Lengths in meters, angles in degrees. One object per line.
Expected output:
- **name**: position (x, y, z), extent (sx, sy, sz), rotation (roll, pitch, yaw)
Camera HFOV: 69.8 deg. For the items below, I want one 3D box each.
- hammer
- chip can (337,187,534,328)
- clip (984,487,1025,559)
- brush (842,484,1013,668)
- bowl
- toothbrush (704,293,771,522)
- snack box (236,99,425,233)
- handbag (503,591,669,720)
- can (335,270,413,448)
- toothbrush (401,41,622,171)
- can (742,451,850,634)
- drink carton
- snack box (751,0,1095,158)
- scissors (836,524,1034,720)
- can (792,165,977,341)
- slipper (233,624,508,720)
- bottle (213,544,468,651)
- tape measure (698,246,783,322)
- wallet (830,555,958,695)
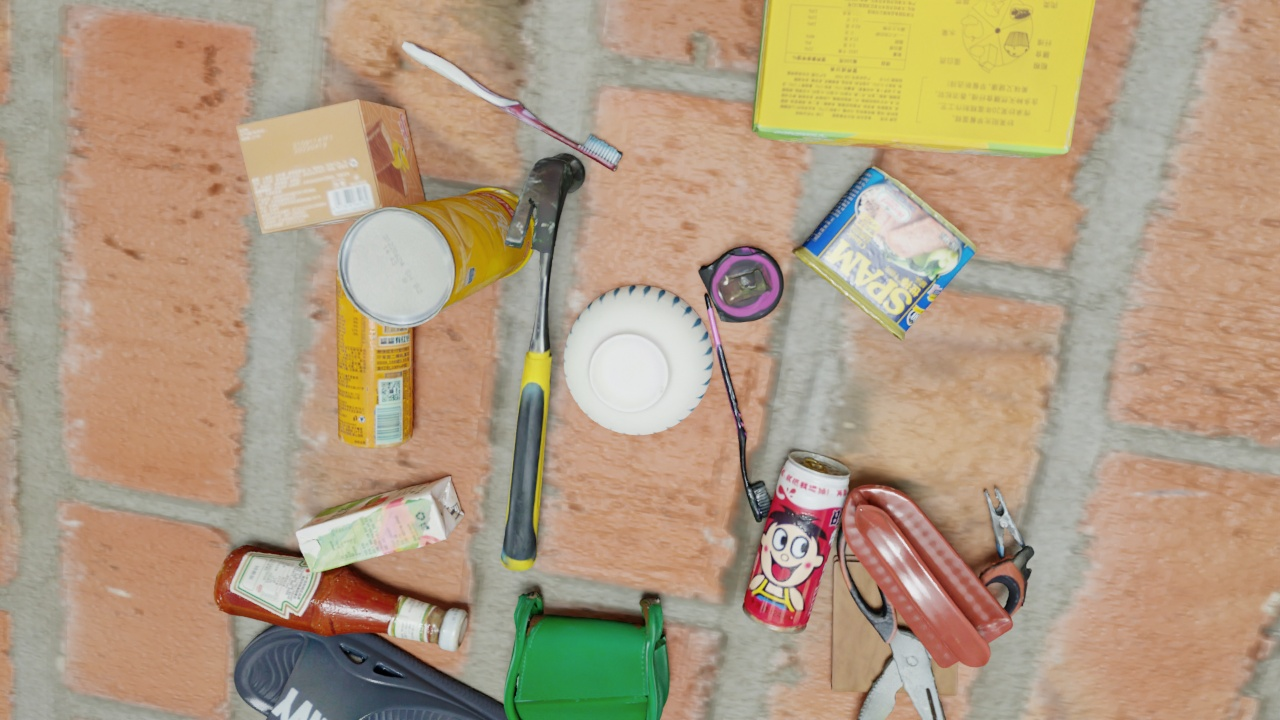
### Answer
- **hammer**: position (-0.081, 0.013, 0.691), extent (0.032, 0.126, 0.324), rotation (9, 109, 4)
- **chip can**: position (-0.127, -0.075, 0.617), extent (0.072, 0.213, 0.072), rotation (2, 104, 6)
- **clip**: position (0.281, 0.125, 0.709), extent (0.043, 0.026, 0.058), rotation (-21, 95, 18)
- **brush**: position (0.201, 0.152, 0.665), extent (0.063, 0.069, 0.146), rotation (-38, 89, 14)
- **bowl**: position (-0.004, 0.004, 0.695), extent (0.116, 0.066, 0.116), rotation (1, 101, 6)
- **toothbrush**: position (0.076, 0.038, 0.720), extent (0.018, 0.014, 0.189), rotation (-14, 99, -1)
- **snack box**: position (-0.224, -0.142, 0.676), extent (0.093, 0.094, 0.077), rotation (-9, 100, 8)
- **handbag**: position (-0.042, 0.251, 0.753), extent (0.131, 0.068, 0.120), rotation (4, 94, 7)
- **can**: position (-0.208, -0.007, 0.720), extent (0.058, 0.058, 0.146), rotation (4, 102, 5)
- **toothbrush**: position (-0.097, -0.195, 0.692), extent (0.187, 0.016, 0.017), rotation (30, 95, 0)
- **can**: position (0.121, 0.141, 0.714), extent (0.053, 0.053, 0.133), rotation (15, 103, 3)
- **drink carton**: position (-0.211, 0.136, 0.751), extent (0.122, 0.053, 0.045), rotation (-17, 99, 10)
- **snack box**: position (0.188, -0.224, 0.625), extent (0.210, 0.070, 0.158), rotation (6, 102, 5)
- **scissors**: position (0.212, 0.212, 0.716), extent (0.189, 0.015, 0.226), rotation (38, 104, 5)
- **can**: position (0.176, -0.078, 0.663), extent (0.102, 0.057, 0.083), rotation (39, 100, -3)
- **slipper**: position (-0.223, 0.306, 0.774), extent (0.268, 0.083, 0.111), rotation (23, 101, 0)
- **bottle**: position (-0.247, 0.203, 0.767), extent (0.206, 0.059, 0.060), rotation (12, 102, 4)
- **tape measure**: position (0.078, -0.057, 0.686), extent (0.058, 0.039, 0.057), rotation (-22, 98, 10)
- **wallet**: position (0.204, 0.214, 0.738), extent (0.101, 0.020, 0.115), rotation (-1, 99, 6)
